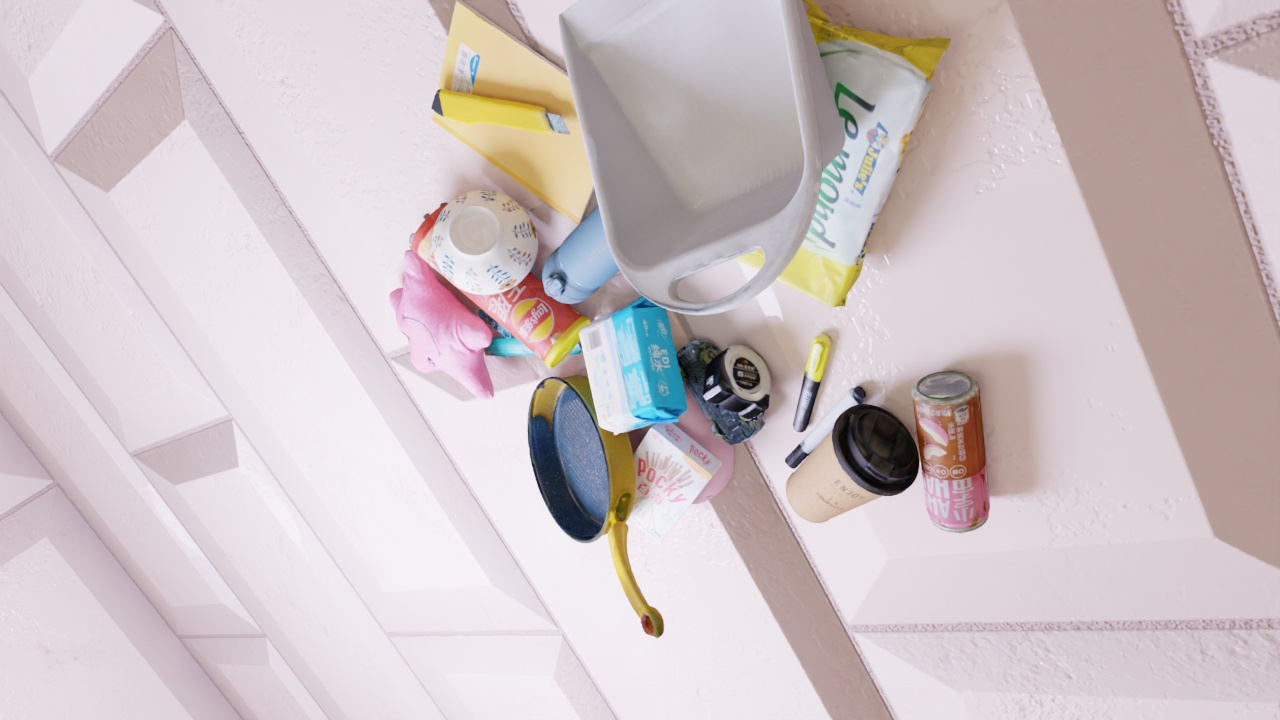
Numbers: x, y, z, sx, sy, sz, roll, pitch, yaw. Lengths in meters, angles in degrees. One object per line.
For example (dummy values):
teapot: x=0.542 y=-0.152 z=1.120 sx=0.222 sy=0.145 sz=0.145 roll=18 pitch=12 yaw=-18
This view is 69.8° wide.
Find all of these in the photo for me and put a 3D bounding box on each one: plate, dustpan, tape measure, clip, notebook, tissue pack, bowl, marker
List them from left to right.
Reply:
bowl: x=-0.169 y=-0.131 z=0.971 sx=0.113 sy=0.113 sz=0.062 roll=38 pitch=175 yaw=7
clip: x=-0.170 y=-0.048 z=1.104 sx=0.057 sy=0.046 sz=0.014 roll=35 pitch=135 yaw=11
notebook: x=-0.121 y=-0.248 z=0.933 sx=0.206 sy=0.010 sz=0.146 roll=36 pitch=135 yaw=9
tissue pack: x=-0.006 y=0.006 z=0.970 sx=0.090 sy=0.063 sz=0.140 roll=-22 pitch=76 yaw=42
plate: x=0.014 y=0.096 z=1.060 sx=0.192 sy=0.038 sz=0.193 roll=19 pitch=130 yaw=24
dustpan: x=0.036 y=-0.177 z=0.689 sx=0.223 sy=0.142 sz=0.258 roll=-18 pitch=108 yaw=41
tape measure: x=0.099 y=0.020 z=0.927 sx=0.065 sy=0.065 sz=0.034 roll=27 pitch=143 yaw=-21
marker: x=0.169 y=0.026 z=0.917 sx=0.018 sy=0.015 sz=0.124 roll=26 pitch=133 yaw=23
marker: x=0.187 y=0.069 z=0.932 sx=0.018 sy=0.022 sz=0.131 roll=35 pitch=132 yaw=1

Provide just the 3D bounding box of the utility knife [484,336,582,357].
utility knife: x=-0.129 y=-0.017 z=1.102 sx=0.160 sy=0.013 sz=0.029 roll=0 pitch=123 yaw=32

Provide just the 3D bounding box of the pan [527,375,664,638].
pan: x=-0.046 y=0.159 z=1.011 sx=0.357 sy=0.078 sz=0.198 roll=46 pitch=137 yaw=41

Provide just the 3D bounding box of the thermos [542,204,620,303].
thermos: x=-0.023 y=-0.128 z=0.908 sx=0.070 sy=0.070 sz=0.221 roll=49 pitch=134 yaw=-4

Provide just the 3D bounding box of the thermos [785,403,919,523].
thermos: x=0.204 y=0.108 z=0.903 sx=0.093 sy=0.092 sz=0.144 roll=42 pitch=142 yaw=4

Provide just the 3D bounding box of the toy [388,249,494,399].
toy: x=-0.244 y=-0.027 z=1.129 sx=0.194 sy=0.074 sz=0.179 roll=48 pitch=142 yaw=8

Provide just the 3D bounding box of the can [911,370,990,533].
can: x=0.287 y=0.085 z=0.844 sx=0.058 sy=0.057 sz=0.147 roll=3 pitch=122 yaw=34

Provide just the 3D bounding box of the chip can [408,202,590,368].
chip can: x=-0.159 y=-0.085 z=1.034 sx=0.216 sy=0.073 sz=0.073 roll=39 pitch=135 yaw=7

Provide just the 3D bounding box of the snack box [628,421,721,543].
snack box: x=0.022 y=0.138 z=1.036 sx=0.085 sy=0.026 sz=0.157 roll=38 pitch=136 yaw=8

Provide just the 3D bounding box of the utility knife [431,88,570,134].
utility knife: x=-0.143 y=-0.250 z=0.928 sx=0.173 sy=0.015 sz=0.033 roll=17 pitch=135 yaw=25

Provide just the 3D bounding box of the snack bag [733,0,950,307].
snack bag: x=0.138 y=-0.173 z=0.762 sx=0.158 sy=0.068 sz=0.247 roll=28 pitch=133 yaw=17

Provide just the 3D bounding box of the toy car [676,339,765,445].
toy car: x=0.083 y=0.032 z=0.970 sx=0.120 sy=0.036 sz=0.054 roll=55 pitch=136 yaw=4
